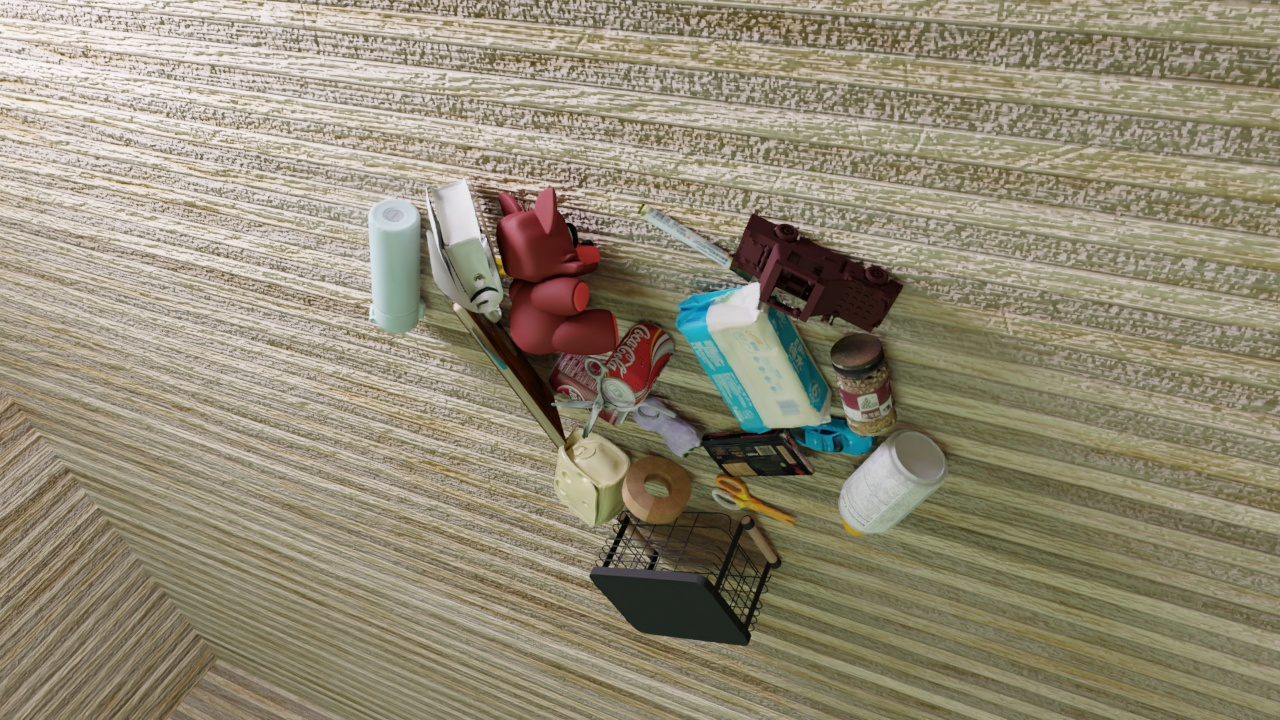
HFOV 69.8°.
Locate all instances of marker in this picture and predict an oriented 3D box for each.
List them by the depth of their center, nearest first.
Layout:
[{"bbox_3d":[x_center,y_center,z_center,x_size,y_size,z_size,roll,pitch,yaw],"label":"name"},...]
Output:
[{"bbox_3d":[0.062,-0.130,1.007,0.146,0.017,0.017,32,140,3],"label":"marker"}]

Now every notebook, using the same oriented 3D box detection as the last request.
[{"bbox_3d":[-0.177,-0.008,1.196,0.014,0.178,0.249,-33,115,2],"label":"notebook"}]

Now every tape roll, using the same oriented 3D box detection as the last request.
[{"bbox_3d":[0.022,0.181,1.285,0.094,0.093,0.027,28,140,7],"label":"tape roll"}]

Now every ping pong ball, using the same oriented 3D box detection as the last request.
[{"bbox_3d":[0.280,0.204,1.177,0.040,0.040,0.040,19,138,18],"label":"ping pong ball"}]

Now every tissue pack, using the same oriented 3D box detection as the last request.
[{"bbox_3d":[0.135,0.004,1.055,0.117,0.065,0.209,-9,126,38],"label":"tissue pack"}]

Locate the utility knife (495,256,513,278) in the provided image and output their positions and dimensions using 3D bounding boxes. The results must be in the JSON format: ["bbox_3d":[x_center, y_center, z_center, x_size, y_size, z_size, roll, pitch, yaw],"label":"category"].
[{"bbox_3d":[-0.187,-0.124,1.184,0.175,0.017,0.030,16,146,16],"label":"utility knife"}]

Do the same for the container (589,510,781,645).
[{"bbox_3d":[0.063,0.310,1.350,0.242,0.130,0.163,-6,132,38],"label":"container"}]

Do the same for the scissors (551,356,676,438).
[{"bbox_3d":[-0.035,0.055,1.094,0.172,0.014,0.142,15,134,19],"label":"scissors"}]

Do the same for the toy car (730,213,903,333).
[{"bbox_3d":[0.175,-0.082,0.943,0.170,0.061,0.070,27,140,8],"label":"toy car"}]

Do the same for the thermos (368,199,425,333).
[{"bbox_3d":[-0.331,-0.121,1.244,0.078,0.065,0.207,-1,141,-14],"label":"thermos"}]

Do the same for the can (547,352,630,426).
[{"bbox_3d":[-0.061,0.035,1.218,0.114,0.063,0.063,31,140,4],"label":"can"}]

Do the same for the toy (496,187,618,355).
[{"bbox_3d":[-0.105,-0.101,1.066,0.158,0.120,0.197,16,122,61],"label":"toy"}]

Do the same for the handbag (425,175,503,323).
[{"bbox_3d":[-0.207,-0.112,1.101,0.074,0.151,0.176,-18,135,-5],"label":"handbag"}]

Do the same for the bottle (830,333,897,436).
[{"bbox_3d":[0.246,0.028,1.010,0.056,0.056,0.105,3,132,32],"label":"bottle"}]

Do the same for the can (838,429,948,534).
[{"bbox_3d":[0.294,0.145,1.079,0.078,0.078,0.136,31,140,4],"label":"can"}]

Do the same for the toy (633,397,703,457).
[{"bbox_3d":[0.035,0.090,1.233,0.099,0.036,0.080,41,150,-1],"label":"toy"}]

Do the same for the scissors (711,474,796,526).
[{"bbox_3d":[0.158,0.205,1.281,0.131,0.012,0.074,29,141,7],"label":"scissors"}]

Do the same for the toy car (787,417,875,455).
[{"bbox_3d":[0.228,0.090,1.105,0.105,0.032,0.048,9,134,25],"label":"toy car"}]

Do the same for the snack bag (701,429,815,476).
[{"bbox_3d":[0.148,0.122,1.184,0.155,0.018,0.074,-9,126,52],"label":"snack bag"}]

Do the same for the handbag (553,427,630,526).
[{"bbox_3d":[-0.076,0.174,1.356,0.111,0.081,0.119,34,145,20],"label":"handbag"}]

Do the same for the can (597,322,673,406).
[{"bbox_3d":[-0.007,0.007,1.121,0.064,0.104,0.064,19,138,18],"label":"can"}]
